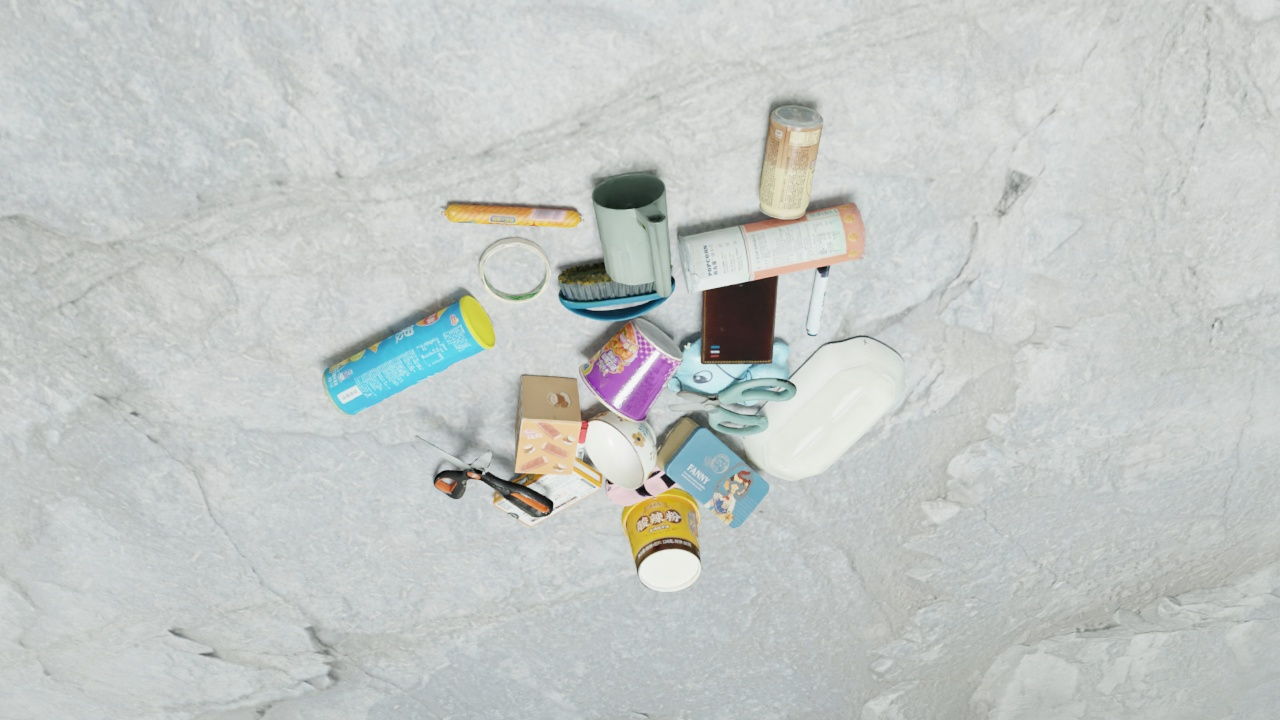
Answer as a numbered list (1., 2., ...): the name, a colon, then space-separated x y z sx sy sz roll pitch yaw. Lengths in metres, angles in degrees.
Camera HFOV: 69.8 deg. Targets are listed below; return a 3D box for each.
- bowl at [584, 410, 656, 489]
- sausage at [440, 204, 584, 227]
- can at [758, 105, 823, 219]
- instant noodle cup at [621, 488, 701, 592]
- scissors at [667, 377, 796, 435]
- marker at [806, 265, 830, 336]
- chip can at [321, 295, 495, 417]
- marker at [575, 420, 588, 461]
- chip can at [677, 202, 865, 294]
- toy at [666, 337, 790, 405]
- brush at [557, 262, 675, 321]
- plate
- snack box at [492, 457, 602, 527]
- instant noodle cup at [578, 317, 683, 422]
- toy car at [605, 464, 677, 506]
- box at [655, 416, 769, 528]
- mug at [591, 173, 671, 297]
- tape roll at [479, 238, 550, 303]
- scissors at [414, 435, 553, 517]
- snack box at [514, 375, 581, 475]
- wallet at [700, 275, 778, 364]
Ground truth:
1. bowl: -0.018 0.113 1.251 0.062 0.113 0.114 -35 136 -34
2. sausage: -0.147 -0.167 1.063 0.165 0.021 0.021 2 126 -8
3. can: 0.169 -0.224 1.038 0.058 0.058 0.116 -1 126 -7
4. instant noodle cup: 0.035 0.268 1.354 0.118 0.114 0.119 -3 127 -4
5. scissors: 0.128 0.051 1.210 0.176 0.019 0.173 22 137 -35
6. marker: 0.227 -0.087 1.172 0.022 0.018 0.131 -33 139 -39
7. chip can: -0.287 -0.004 1.137 0.210 0.071 0.071 -25 126 12
8. marker: -0.087 0.133 1.280 0.017 0.017 0.146 2 139 -9
9. chip can: 0.155 -0.134 1.095 0.215 0.071 0.071 -11 127 1
10. toy: 0.116 0.011 1.213 0.161 0.049 0.156 -33 126 11
11. brush: -0.028 -0.083 1.120 0.144 0.055 0.074 -7 126 -3
12. plate: 0.260 0.081 1.292 0.162 0.034 0.266 28 118 -25
13. snack box: -0.133 0.185 1.305 0.154 0.026 0.075 -32 126 31
14. instant noodle cup: -0.007 0.007 1.164 0.111 0.111 0.099 30 108 -26
15. toy car: 0.008 0.178 1.332 0.122 0.037 0.056 -26 124 13
16. box: 0.096 0.155 1.294 0.184 0.062 0.090 40 87 -33
17. mug: 0.000 -0.140 1.041 0.083 0.124 0.103 -20 131 -15
18. tape roll: -0.152 -0.108 1.111 0.086 0.013 0.086 -3 127 -5
19. scissors: -0.214 0.161 1.229 0.221 0.021 0.234 27 151 -18
20. snack box: -0.123 0.086 1.210 0.077 0.092 0.095 4 126 -11
21. wallet: 0.124 -0.056 1.157 0.096 0.020 0.122 0 102 -8
